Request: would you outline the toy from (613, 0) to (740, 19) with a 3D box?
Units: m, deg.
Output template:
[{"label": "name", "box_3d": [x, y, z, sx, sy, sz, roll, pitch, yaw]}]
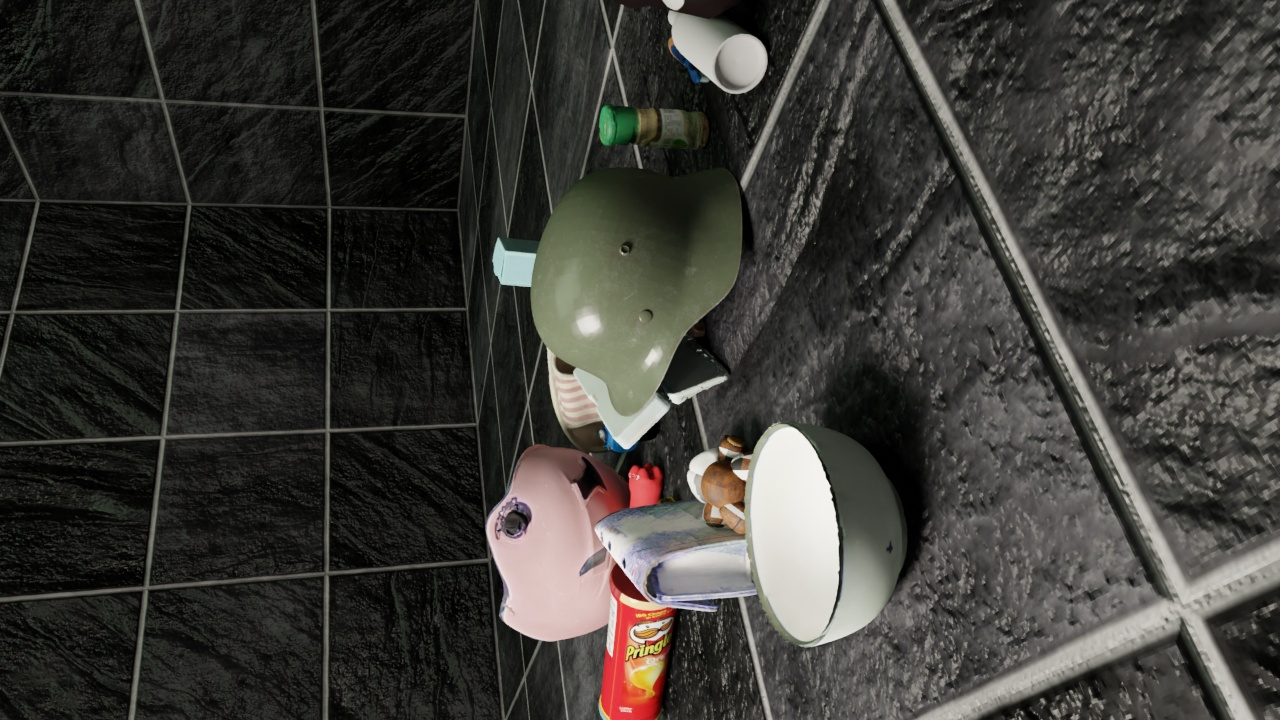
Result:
[{"label": "toy", "box_3d": [0.050, -0.377, 0.849, 0.159, 0.140, 0.184, -50, 42, 16]}]

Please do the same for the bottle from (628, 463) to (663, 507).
[{"label": "bottle", "box_3d": [0.006, 0.200, 1.143, 0.042, 0.042, 0.141, -158, 67, -73]}]

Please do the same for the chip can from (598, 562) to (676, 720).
[{"label": "chip can", "box_3d": [-0.003, 0.344, 1.110, 0.087, 0.087, 0.214, -118, 30, -58]}]

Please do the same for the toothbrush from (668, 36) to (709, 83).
[{"label": "toothbrush", "box_3d": [0.051, -0.327, 0.998, 0.135, 0.017, 0.022, -109, 28, -53]}]

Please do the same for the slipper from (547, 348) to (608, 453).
[{"label": "slipper", "box_3d": [-0.069, 0.007, 1.234, 0.052, 0.115, 0.263, -123, 21, -70]}]

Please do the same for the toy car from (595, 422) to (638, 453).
[{"label": "toy car", "box_3d": [-0.021, 0.064, 1.203, 0.044, 0.056, 0.120, 16, 103, 50]}]

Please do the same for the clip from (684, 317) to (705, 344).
[{"label": "clip", "box_3d": [0.054, -0.046, 0.993, 0.050, 0.026, 0.061, 154, 112, -71]}]

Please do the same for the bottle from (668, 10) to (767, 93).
[{"label": "bottle", "box_3d": [0.063, -0.311, 0.884, 0.195, 0.052, 0.053, -115, 28, -55]}]

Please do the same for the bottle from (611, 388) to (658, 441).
[{"label": "bottle", "box_3d": [-0.007, 0.007, 1.141, 0.059, 0.059, 0.182, -155, 65, -72]}]

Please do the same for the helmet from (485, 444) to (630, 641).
[{"label": "helmet", "box_3d": [-0.082, 0.230, 1.191, 0.230, 0.153, 0.255, 29, -125, -56]}]

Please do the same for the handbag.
[{"label": "handbag", "box_3d": [0.036, 0.186, 0.889, 0.159, 0.126, 0.069, -157, 64, -71]}]

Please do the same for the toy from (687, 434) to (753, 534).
[{"label": "toy", "box_3d": [0.079, 0.112, 0.862, 0.112, 0.067, 0.087, -104, 28, -88]}]

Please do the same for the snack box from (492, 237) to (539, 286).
[{"label": "snack box", "box_3d": [-0.119, -0.136, 1.313, 0.075, 0.174, 0.053, -125, 43, -61]}]

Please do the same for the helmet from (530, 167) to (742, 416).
[{"label": "helmet", "box_3d": [-0.026, -0.084, 0.909, 0.227, 0.153, 0.267, -16, 62, 65]}]

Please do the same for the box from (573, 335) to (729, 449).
[{"label": "box", "box_3d": [0.002, 0.011, 0.990, 0.044, 0.136, 0.197, 57, 178, -27]}]

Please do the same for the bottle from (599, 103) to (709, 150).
[{"label": "bottle", "box_3d": [0.014, -0.242, 0.954, 0.043, 0.111, 0.043, 179, 91, -74]}]

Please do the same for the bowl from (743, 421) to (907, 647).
[{"label": "bowl", "box_3d": [0.133, 0.118, 0.643, 0.153, 0.072, 0.153, 178, 91, -73]}]

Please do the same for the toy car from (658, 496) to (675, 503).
[{"label": "toy car", "box_3d": [0.039, 0.201, 1.050, 0.106, 0.030, 0.049, -112, 27, -56]}]
